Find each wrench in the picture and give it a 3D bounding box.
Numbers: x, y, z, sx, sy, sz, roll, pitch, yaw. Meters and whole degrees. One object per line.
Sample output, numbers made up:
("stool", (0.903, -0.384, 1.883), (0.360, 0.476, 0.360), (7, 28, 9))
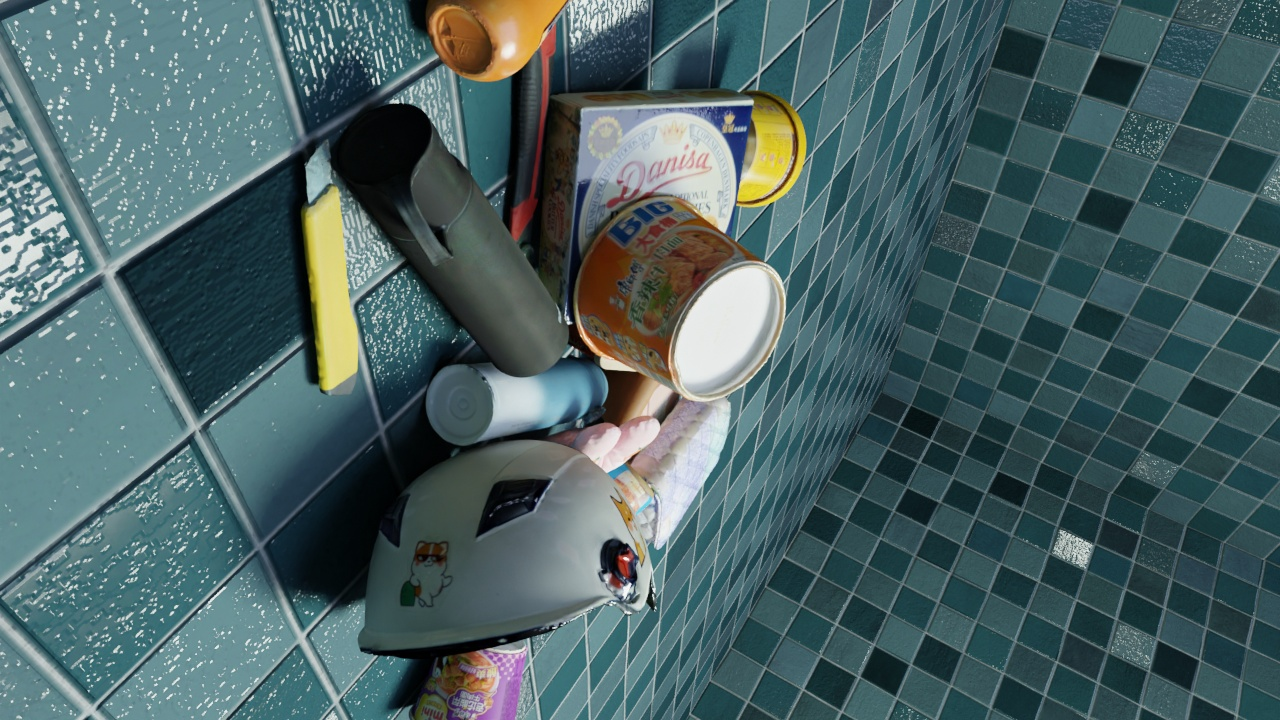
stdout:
("wrench", (-0.090, -0.138, 0.698), (0.056, 0.016, 0.274), (-38, 148, -52))

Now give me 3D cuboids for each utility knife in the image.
("utility knife", (-0.189, -0.049, 0.557), (0.033, 0.015, 0.181), (-48, 154, -49))

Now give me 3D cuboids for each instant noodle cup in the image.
("instant noodle cup", (0.089, -0.213, 0.917), (0.114, 0.118, 0.119), (-15, 127, -56))
("instant noodle cup", (0.037, -0.044, 0.742), (0.151, 0.111, 0.152), (-22, 129, -30))
("instant noodle cup", (-0.169, 0.325, 0.931), (0.111, 0.112, 0.099), (16, 89, -70))

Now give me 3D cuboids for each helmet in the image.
("helmet", (-0.107, 0.142, 0.745), (0.274, 0.230, 0.156), (22, 58, -68))

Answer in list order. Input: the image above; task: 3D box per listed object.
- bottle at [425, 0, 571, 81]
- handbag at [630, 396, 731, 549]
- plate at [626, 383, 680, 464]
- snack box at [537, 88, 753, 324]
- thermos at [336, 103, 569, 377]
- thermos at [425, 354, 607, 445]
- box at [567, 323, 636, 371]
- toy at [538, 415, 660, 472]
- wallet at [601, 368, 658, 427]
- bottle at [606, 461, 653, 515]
("bottle", (-0.072, -0.233, 0.572), (0.067, 0.067, 0.149), (92, 23, -47))
("handbag", (0.040, 0.132, 1.157), (0.193, 0.075, 0.134), (-50, 156, -43))
("plate", (-0.010, 0.102, 1.136), (0.228, 0.028, 0.230), (-54, 162, -28))
("snack box", (0.003, -0.132, 0.773), (0.177, 0.046, 0.183), (-14, 124, -35))
("thermos", (-0.115, -0.059, 0.615), (0.068, 0.090, 0.242), (-20, 152, 5))
("thermos", (-0.096, 0.031, 0.804), (0.220, 0.070, 0.070), (-4, 118, -66))
("box", (-0.011, -0.081, 0.885), (0.091, 0.076, 0.168), (5, 110, -49))
("toy", (-0.055, 0.087, 0.880), (0.121, 0.054, 0.160), (-9, 168, -38))
("wallet", (-0.006, 0.006, 0.971), (0.031, 0.108, 0.132), (23, 101, -26))
("bottle", (-0.084, 0.195, 0.986), (0.218, 0.065, 0.065), (-41, 156, -6))
